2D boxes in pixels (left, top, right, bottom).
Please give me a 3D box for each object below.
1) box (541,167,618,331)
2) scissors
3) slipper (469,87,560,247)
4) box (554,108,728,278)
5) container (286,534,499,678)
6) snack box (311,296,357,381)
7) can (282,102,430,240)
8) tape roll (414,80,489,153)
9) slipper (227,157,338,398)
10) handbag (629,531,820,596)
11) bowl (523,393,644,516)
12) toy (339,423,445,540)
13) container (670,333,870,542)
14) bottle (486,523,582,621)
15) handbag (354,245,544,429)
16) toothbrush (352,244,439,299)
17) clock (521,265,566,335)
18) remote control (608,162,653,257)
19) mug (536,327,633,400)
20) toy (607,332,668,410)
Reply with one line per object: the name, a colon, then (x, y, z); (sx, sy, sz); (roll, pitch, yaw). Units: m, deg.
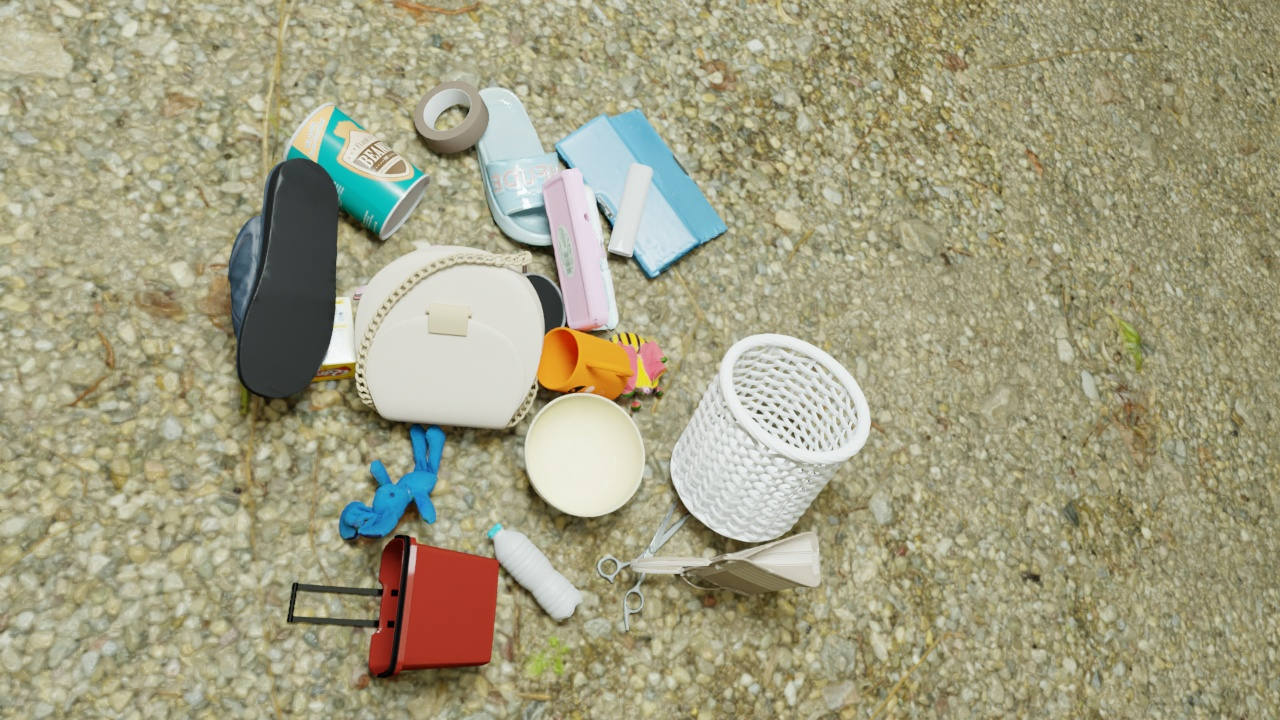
box: (-0.061, -0.140, 1.182); (0.101, 0.111, 0.201); (-11, 89, -35)
scissors: (0.014, 0.256, 1.153); (0.153, 0.014, 0.130); (-18, 79, -21)
slipper: (-0.161, -0.263, 1.224); (0.103, 0.074, 0.245); (-17, 78, -24)
box: (0.009, -0.249, 1.295); (0.174, 0.060, 0.231); (-35, 87, -28)
container: (-0.266, 0.265, 0.989); (0.200, 0.127, 0.148); (11, 69, -24)
snack box: (-0.388, -0.022, 1.065); (0.105, 0.061, 0.083); (-6, 74, -22)
can: (-0.347, -0.231, 1.128); (0.144, 0.099, 0.099); (37, 64, -6)
tape roll: (-0.248, -0.321, 1.209); (0.094, 0.030, 0.093); (-5, 67, 12)
slipper: (-0.402, -0.088, 1.013); (0.108, 0.084, 0.265); (17, 74, -56)
handbag: (0.085, 0.244, 1.096); (0.197, 0.176, 0.062); (5, 71, -17)
bowl: (-0.077, 0.122, 1.128); (0.150, 0.075, 0.150); (6, 71, -19)
toy: (-0.280, 0.149, 1.048); (0.071, 0.113, 0.175); (66, 34, -31)
container: (0.154, 0.097, 1.130); (0.189, 0.187, 0.189); (13, 46, -14)
bottle: (-0.128, 0.248, 1.085); (0.136, 0.044, 0.044); (46, 63, -1)
handbag: (-0.219, -0.028, 1.071); (0.210, 0.103, 0.209); (5, 102, -4)
toothbrush: (-0.302, -0.113, 1.153); (0.134, 0.016, 0.021); (-35, 87, -26)
clock: (-0.148, -0.050, 1.157); (0.104, 0.056, 0.147); (35, 59, -34)
remote control: (-0.013, -0.206, 1.250); (0.033, 0.012, 0.130); (15, 79, -5)
mug: (-0.059, 0.007, 1.134); (0.095, 0.113, 0.077); (17, 81, -50)
toy: (-0.007, 0.007, 1.212); (0.084, 0.046, 0.103); (-30, 80, -13)
